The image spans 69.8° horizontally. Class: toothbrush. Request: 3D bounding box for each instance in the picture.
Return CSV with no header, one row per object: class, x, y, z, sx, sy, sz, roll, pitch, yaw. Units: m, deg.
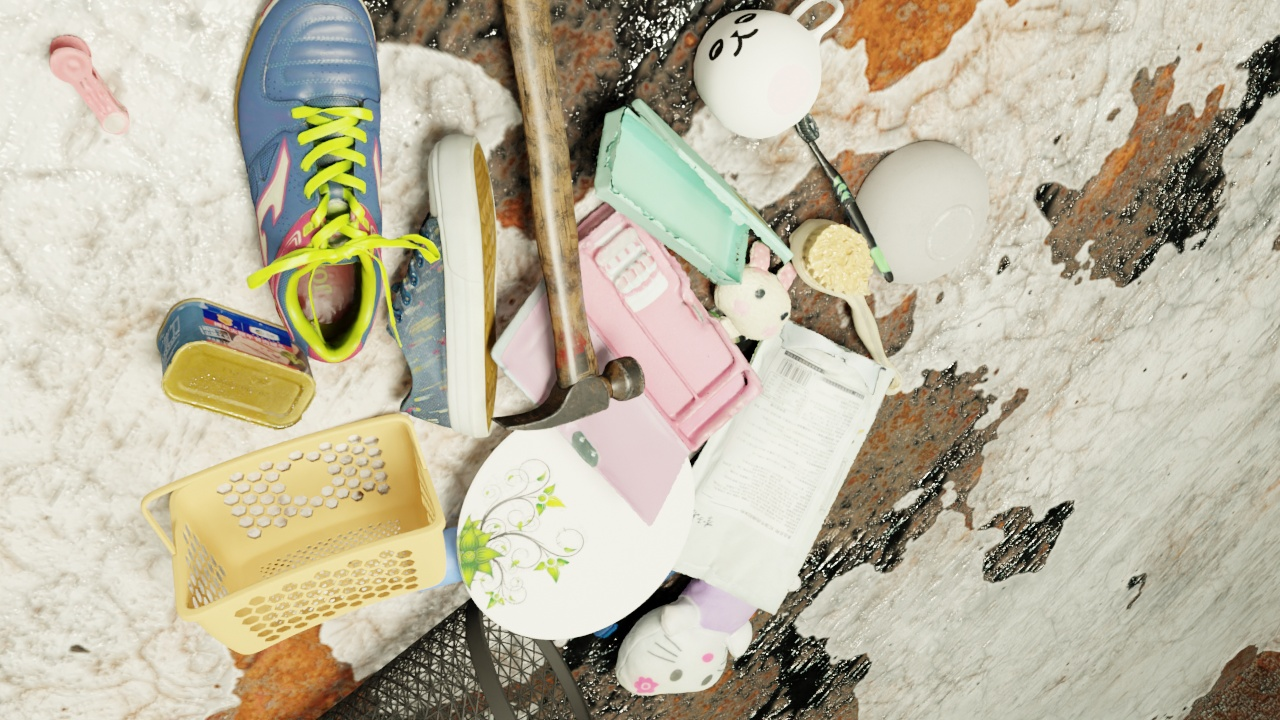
toothbrush,0.024,0.235,0.990,0.190,0.016,0.017,-41,139,2
toothbrush,0.178,-0.138,0.787,0.014,0.017,0.188,-41,116,-7

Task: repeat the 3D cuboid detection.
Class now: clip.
clip,-0.312,-0.154,0.523,0.022,0.035,0.058,-32,135,-10

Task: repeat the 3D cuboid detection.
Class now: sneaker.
sneaker,-0.147,-0.046,0.664,0.079,0.087,0.236,3,120,-2
sneaker,-0.192,-0.110,0.582,0.116,0.091,0.242,-5,123,-23

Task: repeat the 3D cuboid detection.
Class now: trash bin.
trash bin,-0.190,0.366,0.843,0.243,0.216,0.217,-32,131,2

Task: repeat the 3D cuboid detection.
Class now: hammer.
hammer,-0.068,-0.112,0.630,0.119,0.033,0.331,-19,113,-33

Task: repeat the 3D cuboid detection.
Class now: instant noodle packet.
instant noodle packet,0.127,0.101,0.885,0.147,0.057,0.269,26,98,-6

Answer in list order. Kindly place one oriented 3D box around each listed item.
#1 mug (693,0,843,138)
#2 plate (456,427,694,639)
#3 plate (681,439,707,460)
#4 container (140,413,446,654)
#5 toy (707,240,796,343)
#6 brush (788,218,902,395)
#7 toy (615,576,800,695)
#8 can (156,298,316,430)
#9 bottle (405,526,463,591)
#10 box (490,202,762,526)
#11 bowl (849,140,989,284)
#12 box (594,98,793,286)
mug,0.101,-0.223,0.677,0.124,0.076,0.090,-45,131,5
plate,-0.057,0.140,0.827,0.229,0.030,0.229,-8,109,-26
plate,-0.004,0.048,0.843,0.172,0.019,0.173,-14,127,-20
container,-0.245,0.112,0.677,0.183,0.129,0.167,-18,139,-14
toy,0.097,-0.051,0.816,0.112,0.050,0.087,-52,131,0
brush,0.212,-0.039,0.879,0.062,0.077,0.272,-34,137,7
toy,0.063,0.277,0.988,0.137,0.085,0.210,20,115,-38
can,-0.277,0.004,0.634,0.099,0.059,0.054,23,108,-39
bottle,-0.142,0.169,0.830,0.131,0.048,0.048,-11,126,-23
box,-0.010,0.003,0.759,0.179,0.055,0.233,-49,125,-17
bowl,0.264,-0.128,0.841,0.131,0.064,0.132,-15,127,-20
box,0.054,-0.124,0.686,0.188,0.079,0.077,29,63,-51
